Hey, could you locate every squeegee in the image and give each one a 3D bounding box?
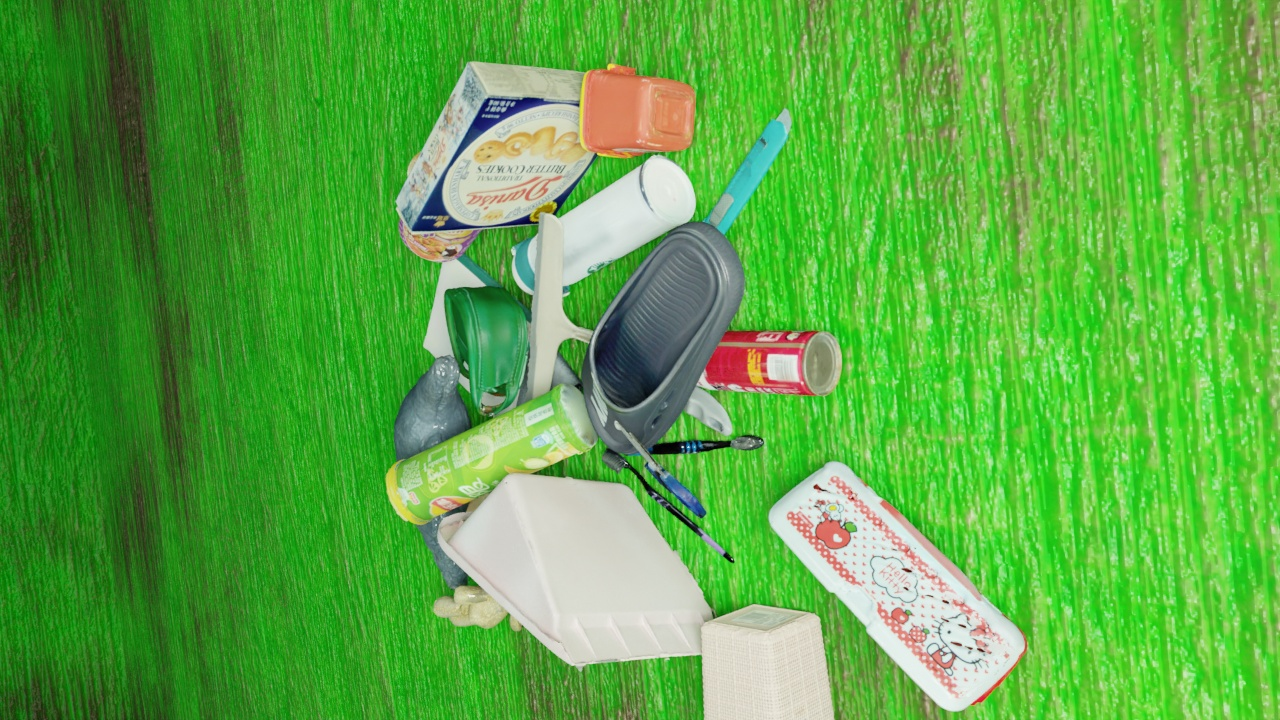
[{"bbox_3d":[-0.005,0.005,0.895,0.247,0.039,0.247,29,130,27],"label":"squeegee"}]

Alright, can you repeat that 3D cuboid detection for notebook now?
[{"bbox_3d":[-0.196,-0.033,1.099,0.209,0.012,0.151,39,122,40],"label":"notebook"}]

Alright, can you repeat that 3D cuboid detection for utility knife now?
[{"bbox_3d":[0.086,-0.151,0.805,0.029,0.013,0.162,53,129,25],"label":"utility knife"}]

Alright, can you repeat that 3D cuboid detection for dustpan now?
[{"bbox_3d":[-0.069,0.214,0.882,0.139,0.222,0.273,-50,48,23],"label":"dustpan"}]

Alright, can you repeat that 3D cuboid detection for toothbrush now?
[{"bbox_3d":[0.043,0.083,0.882,0.190,0.016,0.014,-9,88,47],"label":"toothbrush"},{"bbox_3d":[0.023,0.143,0.910,0.189,0.016,0.014,37,146,34],"label":"toothbrush"}]

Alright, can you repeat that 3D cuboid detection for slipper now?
[{"bbox_3d":[-0.006,-0.008,0.789,0.110,0.083,0.269,52,139,19],"label":"slipper"}]

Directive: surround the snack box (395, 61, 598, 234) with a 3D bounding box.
[{"bbox_3d":[-0.123,-0.201,0.890,0.183,0.177,0.045,-48,66,40],"label":"snack box"}]

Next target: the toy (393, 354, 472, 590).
[{"bbox_3d":[-0.235,0.119,1.071,0.138,0.091,0.357,50,145,47],"label":"toy"}]

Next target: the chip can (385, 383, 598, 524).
[{"bbox_3d":[-0.148,0.095,0.928,0.222,0.072,0.072,-25,76,17],"label":"chip can"}]

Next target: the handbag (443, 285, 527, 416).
[{"bbox_3d":[-0.169,-0.016,0.985,0.131,0.068,0.120,-139,50,-59],"label":"handbag"}]

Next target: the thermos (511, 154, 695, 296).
[{"bbox_3d":[-0.045,-0.121,0.907,0.225,0.073,0.073,-23,79,45],"label":"thermos"}]

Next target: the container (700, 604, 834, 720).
[{"bbox_3d":[0.109,0.277,0.794,0.090,0.090,0.111,-5,89,46],"label":"container"}]

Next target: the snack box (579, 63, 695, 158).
[{"bbox_3d":[-0.001,-0.225,0.830,0.080,0.091,0.082,12,105,37],"label":"snack box"}]

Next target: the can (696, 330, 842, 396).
[{"bbox_3d":[0.101,0.001,0.783,0.133,0.053,0.053,2,97,46],"label":"can"}]

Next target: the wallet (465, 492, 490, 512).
[{"bbox_3d":[-0.224,0.151,1.159,0.087,0.024,0.115,-27,78,39],"label":"wallet"}]

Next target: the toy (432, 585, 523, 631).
[{"bbox_3d":[-0.185,0.289,1.103,0.158,0.105,0.066,-24,35,33],"label":"toy"}]

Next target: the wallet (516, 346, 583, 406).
[{"bbox_3d":[-0.115,0.035,1.034,0.097,0.019,0.121,51,130,30],"label":"wallet"}]

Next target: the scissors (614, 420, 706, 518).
[{"bbox_3d":[0.021,0.102,0.825,0.128,0.173,0.012,43,83,7],"label":"scissors"}]

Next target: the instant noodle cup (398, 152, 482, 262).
[{"bbox_3d":[-0.225,-0.172,1.058,0.099,0.111,0.111,-48,62,48],"label":"instant noodle cup"}]

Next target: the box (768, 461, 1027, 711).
[{"bbox_3d":[0.186,0.169,0.696,0.201,0.091,0.095,45,124,32],"label":"box"}]
